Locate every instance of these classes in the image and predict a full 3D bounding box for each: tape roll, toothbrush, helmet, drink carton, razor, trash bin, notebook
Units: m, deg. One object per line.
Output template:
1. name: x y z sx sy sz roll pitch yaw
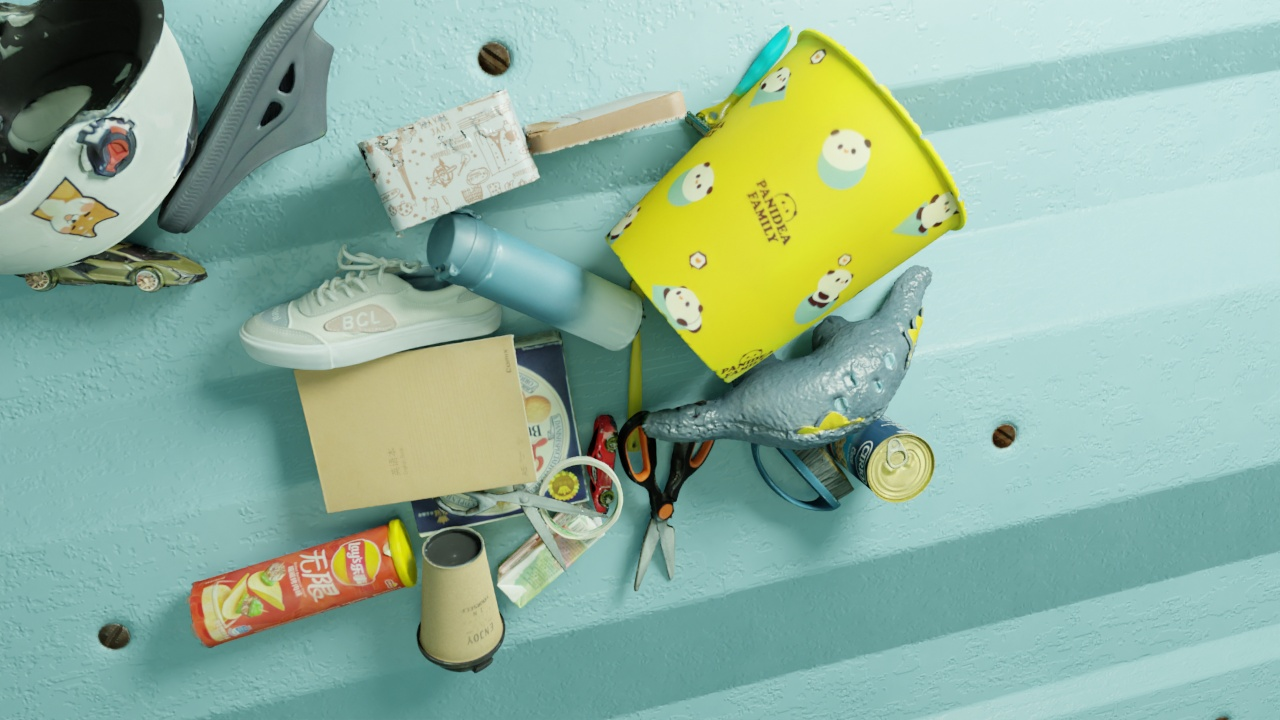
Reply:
1. tape roll: -0.061 0.141 0.938 0.086 0.014 0.086 -1 100 -6
2. toothbrush: -0.006 0.006 0.964 0.015 0.016 0.190 -2 107 -11
3. helmet: -0.473 -0.172 0.742 0.273 0.230 0.157 -41 149 -16
4. drink carton: -0.099 0.203 0.982 0.122 0.053 0.045 -40 105 3
5. razor: 0.102 -0.272 0.896 0.043 0.028 0.132 43 98 13
6. trash bin: 0.123 -0.128 0.847 0.255 0.229 0.229 -40 109 8
7. notebook: -0.215 0.063 0.891 0.211 0.012 0.149 -9 102 0

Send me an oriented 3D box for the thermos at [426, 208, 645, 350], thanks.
1. thermos: -0.095 -0.073 0.859 0.220 0.070 0.070 23 101 -38

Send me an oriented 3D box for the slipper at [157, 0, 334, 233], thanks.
1. slipper: -0.326 -0.214 0.806 0.083 0.110 0.268 30 104 -33

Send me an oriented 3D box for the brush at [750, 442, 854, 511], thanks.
1. brush: 0.169 0.114 1.003 0.073 0.055 0.144 -42 108 0

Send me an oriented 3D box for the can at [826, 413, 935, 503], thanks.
1. can: 0.255 0.097 0.986 0.075 0.111 0.075 -3 105 -11

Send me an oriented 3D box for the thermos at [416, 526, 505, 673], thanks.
1. thermos: -0.187 0.245 0.944 0.093 0.093 0.143 -3 122 -10

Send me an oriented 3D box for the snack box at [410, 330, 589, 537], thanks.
1. snack box: -0.154 0.075 0.940 0.178 0.045 0.182 -11 107 -6

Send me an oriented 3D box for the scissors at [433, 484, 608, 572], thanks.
1. scissors: -0.122 0.139 0.919 0.159 0.014 0.181 -18 99 2

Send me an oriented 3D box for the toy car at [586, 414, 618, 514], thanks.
1. toy car: -0.041 0.111 0.968 0.031 0.049 0.106 2 105 -10

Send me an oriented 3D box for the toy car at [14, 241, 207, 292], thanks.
1. toy car: -0.475 -0.085 0.825 0.158 0.070 0.042 2 104 -13

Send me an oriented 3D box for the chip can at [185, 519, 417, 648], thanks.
1. chip can: -0.341 0.228 0.936 0.216 0.073 0.073 -17 108 -4

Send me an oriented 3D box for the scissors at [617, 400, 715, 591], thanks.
1. scissors: 0.016 0.141 0.985 0.204 0.022 0.224 32 89 -41

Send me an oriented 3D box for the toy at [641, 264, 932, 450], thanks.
1. toy: 0.175 0.021 0.932 0.356 0.137 0.091 -26 150 -9

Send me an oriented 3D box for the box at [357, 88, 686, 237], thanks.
1. box: -0.100 -0.199 0.804 0.260 0.177 0.082 -20 108 -3

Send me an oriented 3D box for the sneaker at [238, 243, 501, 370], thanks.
1. sneaker: -0.254 -0.058 0.858 0.242 0.089 0.091 -10 122 -11
